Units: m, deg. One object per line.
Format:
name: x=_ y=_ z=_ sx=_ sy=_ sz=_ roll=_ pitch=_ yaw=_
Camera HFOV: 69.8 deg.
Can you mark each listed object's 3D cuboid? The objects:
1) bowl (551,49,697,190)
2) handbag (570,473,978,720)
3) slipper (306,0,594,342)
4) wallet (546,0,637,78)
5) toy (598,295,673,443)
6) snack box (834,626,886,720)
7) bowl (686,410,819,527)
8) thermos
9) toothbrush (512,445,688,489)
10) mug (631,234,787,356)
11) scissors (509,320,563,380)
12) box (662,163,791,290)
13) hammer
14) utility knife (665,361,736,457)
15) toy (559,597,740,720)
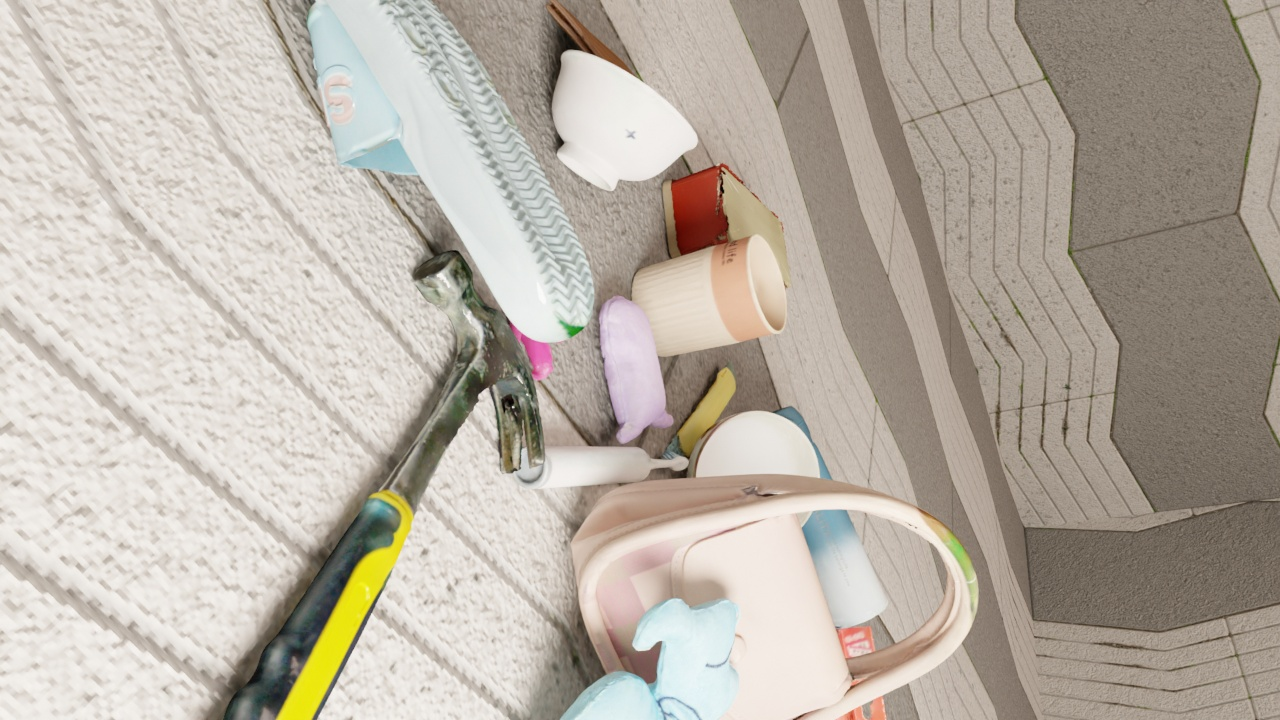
bowl: x=-0.024 y=-0.165 z=0.677 sx=0.064 sy=0.118 sz=0.118 roll=-58 pitch=145 yaw=-1
handbag: x=0.089 y=0.155 z=0.577 sx=0.093 sy=0.234 sz=0.193 roll=-77 pitch=148 yaw=-66
slipper: x=-0.109 y=-0.111 z=0.481 sx=0.245 sy=0.074 sz=0.104 roll=59 pitch=18 yaw=0
wallet: x=-0.021 y=-0.229 z=0.731 sx=0.115 sy=0.020 sz=0.101 roll=30 pitch=22 yaw=-54
toy: x=-0.004 y=0.004 z=0.684 sx=0.083 sy=0.039 sz=0.108 roll=-6 pitch=81 yaw=-64
snack box: x=0.123 y=0.272 z=0.716 sx=0.044 sy=0.127 sz=0.113 roll=14 pitch=65 yaw=-61
bowl: x=0.087 y=0.098 z=0.778 sx=0.062 sy=0.113 sz=0.113 roll=176 pitch=-101 yaw=-73
thermos: x=0.172 y=0.153 z=0.909 sx=0.220 sy=0.070 sz=0.070 roll=66 pitch=26 yaw=0
toothbrush: x=-0.016 y=0.073 z=0.642 sx=0.027 sy=0.026 sz=0.220 roll=-61 pitch=154 yaw=10
mug: x=0.063 y=-0.053 z=0.769 sx=0.114 sy=0.106 sz=0.081 roll=-18 pitch=95 yaw=-64
scissors: x=-0.080 y=-0.057 z=0.590 sx=0.096 sy=0.017 sz=0.137 roll=-40 pitch=111 yaw=-60
box: x=0.095 y=-0.120 z=0.898 sx=0.168 sy=0.079 sz=0.091 roll=23 pitch=57 yaw=-59
hammer: x=-0.120 y=0.085 z=0.422 sx=0.126 sy=0.032 sz=0.322 roll=60 pitch=30 yaw=-29
utility knife: x=0.059 y=0.046 z=0.818 sx=0.031 sy=0.019 sz=0.172 roll=65 pitch=27 yaw=-14
toy: x=-0.007 y=0.208 z=0.511 sx=0.156 sy=0.050 sz=0.162 roll=-15 pitch=119 yaw=-28
